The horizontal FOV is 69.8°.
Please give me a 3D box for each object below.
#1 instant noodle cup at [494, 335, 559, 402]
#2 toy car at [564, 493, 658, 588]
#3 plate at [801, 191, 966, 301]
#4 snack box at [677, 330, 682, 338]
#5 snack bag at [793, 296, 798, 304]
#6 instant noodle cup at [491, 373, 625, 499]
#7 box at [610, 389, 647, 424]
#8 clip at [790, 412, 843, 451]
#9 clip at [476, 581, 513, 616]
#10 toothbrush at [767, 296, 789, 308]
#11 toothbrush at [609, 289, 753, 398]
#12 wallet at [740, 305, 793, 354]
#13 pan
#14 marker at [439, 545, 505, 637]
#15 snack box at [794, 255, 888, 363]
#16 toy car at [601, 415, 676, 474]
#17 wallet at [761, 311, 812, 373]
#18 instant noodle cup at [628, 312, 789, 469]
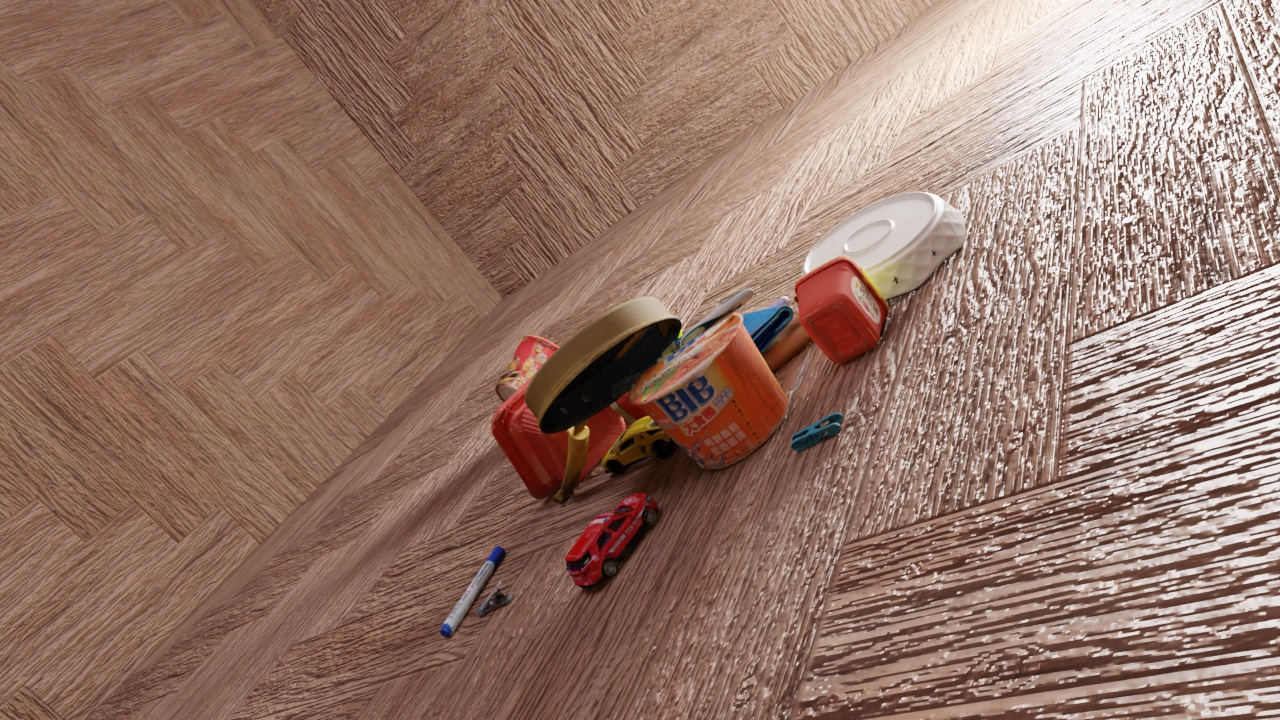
[{"bbox_3d":[-0.188,0.039,1.659,0.138,0.138,0.108,-17,34,57],"label":"instant noodle cup"},{"bbox_3d":[-0.030,0.182,0.951,0.120,0.045,0.053,-45,16,-32],"label":"toy car"},{"bbox_3d":[0.279,-0.131,1.087,0.205,0.045,0.204,-30,22,14],"label":"plate"},{"bbox_3d":[0.023,-0.009,1.387,0.086,0.026,0.156,-9,18,4],"label":"snack box"},{"bbox_3d":[0.244,-0.106,1.189,0.105,0.026,0.045,-38,28,7],"label":"snack bag"},{"bbox_3d":[-0.098,0.085,1.242,0.079,0.164,0.188,16,54,45],"label":"instant noodle cup"},{"bbox_3d":[-0.007,0.007,1.233,0.079,0.091,0.168,-38,40,12],"label":"box"},{"bbox_3d":[0.166,0.068,0.865,0.056,0.014,0.041,-30,16,29],"label":"clip"},{"bbox_3d":[-0.172,0.277,1.065,0.057,0.028,0.024,-41,8,37],"label":"clip"},{"bbox_3d":[0.132,-0.036,1.217,0.029,0.021,0.190,-20,-13,-44],"label":"toothbrush"},{"bbox_3d":[0.043,-0.017,0.977,0.192,0.016,0.018,-36,24,13],"label":"toothbrush"},{"bbox_3d":[0.115,-0.024,1.119,0.106,0.040,0.133,-43,12,-21],"label":"wallet"},{"bbox_3d":[-0.060,0.063,1.083,0.197,0.078,0.359,-27,-19,-37],"label":"pan"},{"bbox_3d":[-0.207,0.285,1.139,0.017,0.017,0.145,-30,17,35],"label":"marker"},{"bbox_3d":[0.210,-0.050,0.973,0.082,0.091,0.079,-30,23,33],"label":"snack box"},{"bbox_3d":[0.004,0.098,1.136,0.156,0.041,0.071,-28,17,43],"label":"toy car"},{"bbox_3d":[0.152,-0.011,1.124,0.132,0.031,0.108,-38,15,-3],"label":"wallet"},{"bbox_3d":[0.079,0.037,0.982,0.151,0.111,0.151,-37,14,10],"label":"instant noodle cup"}]
